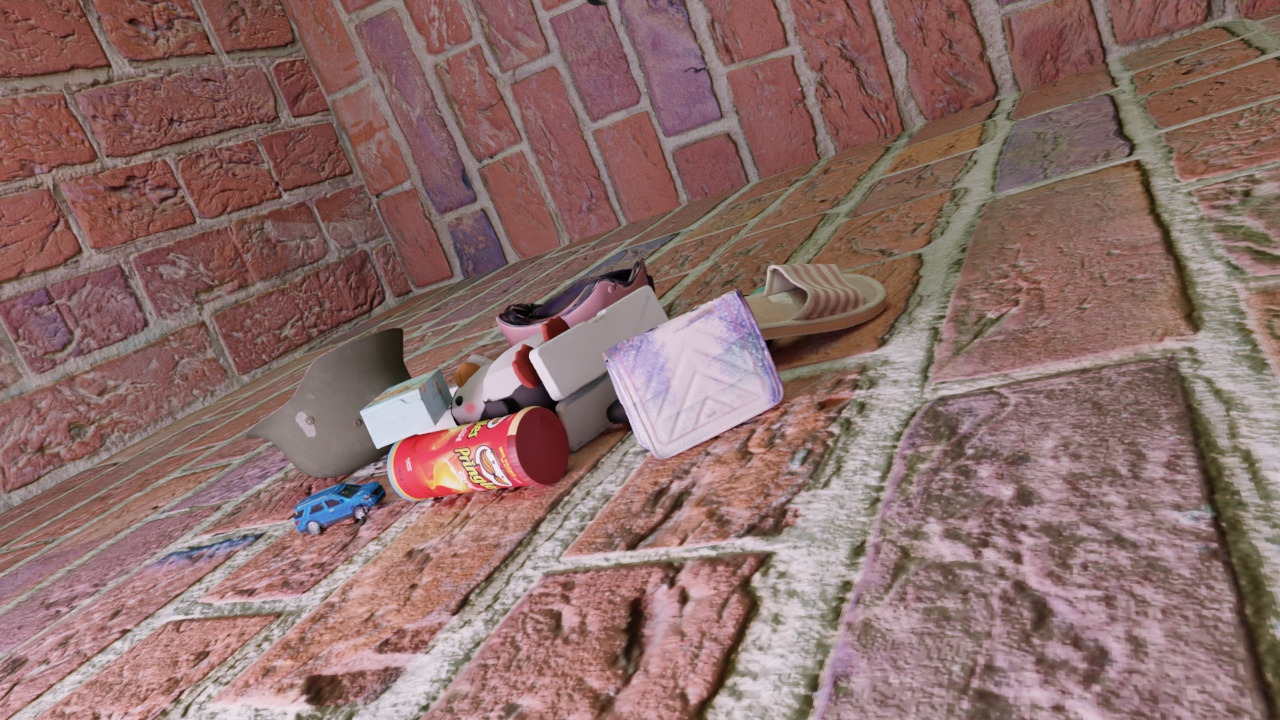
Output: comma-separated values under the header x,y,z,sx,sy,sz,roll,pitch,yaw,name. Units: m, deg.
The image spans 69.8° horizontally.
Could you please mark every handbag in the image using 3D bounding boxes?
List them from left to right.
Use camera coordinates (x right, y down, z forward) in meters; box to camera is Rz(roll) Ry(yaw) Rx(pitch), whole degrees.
x,y,z,sx,sy,sz,roll,pitch,yaw,name
0.054,0.013,0.951,0.158,0.126,0.069,-25,12,-7,handbag

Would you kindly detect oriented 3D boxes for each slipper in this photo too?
x,y,z,sx,sy,sz,roll,pitch,yaw,name
0.182,-0.076,1.109,0.262,0.052,0.115,-13,34,-23,slipper

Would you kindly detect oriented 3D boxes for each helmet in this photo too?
x,y,z,sx,sy,sz,roll,pitch,yaw,name
-0.434,0.085,1.352,0.267,0.154,0.227,-29,-2,-25,helmet
-0.077,-0.049,1.338,0.230,0.152,0.255,-22,12,11,helmet

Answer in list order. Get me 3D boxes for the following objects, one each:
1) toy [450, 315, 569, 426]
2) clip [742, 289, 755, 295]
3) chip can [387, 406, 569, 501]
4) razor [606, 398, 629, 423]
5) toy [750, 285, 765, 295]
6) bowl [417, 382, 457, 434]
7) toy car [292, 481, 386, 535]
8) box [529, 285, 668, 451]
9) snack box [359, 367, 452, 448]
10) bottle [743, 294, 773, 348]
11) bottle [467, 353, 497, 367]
x,y,z,sx,sy,sz,roll,pitch,yaw,name
-0.154,0.050,1.139,0.185,0.140,0.158,-20,21,37,toy
0.154,-0.088,1.381,0.061,0.049,0.026,-48,49,10,clip
-0.187,0.110,1.040,0.214,0.087,0.086,-13,16,36,chip can
0.023,0.034,1.053,0.141,0.064,0.052,-21,11,18,razor
0.198,-0.091,1.338,0.105,0.033,0.085,-21,24,-4,toy
-0.270,0.087,1.278,0.153,0.073,0.153,-20,13,5,bowl
-0.378,0.181,1.146,0.120,0.043,0.056,-18,14,12,toy car
-0.032,0.005,1.095,0.196,0.136,0.044,-32,19,-37,box
-0.283,0.056,1.132,0.075,0.053,0.174,-21,10,-1,snack box
0.138,-0.037,1.156,0.059,0.059,0.181,-20,14,8,bottle
-0.156,0.024,1.238,0.195,0.052,0.052,16,34,32,bottle
